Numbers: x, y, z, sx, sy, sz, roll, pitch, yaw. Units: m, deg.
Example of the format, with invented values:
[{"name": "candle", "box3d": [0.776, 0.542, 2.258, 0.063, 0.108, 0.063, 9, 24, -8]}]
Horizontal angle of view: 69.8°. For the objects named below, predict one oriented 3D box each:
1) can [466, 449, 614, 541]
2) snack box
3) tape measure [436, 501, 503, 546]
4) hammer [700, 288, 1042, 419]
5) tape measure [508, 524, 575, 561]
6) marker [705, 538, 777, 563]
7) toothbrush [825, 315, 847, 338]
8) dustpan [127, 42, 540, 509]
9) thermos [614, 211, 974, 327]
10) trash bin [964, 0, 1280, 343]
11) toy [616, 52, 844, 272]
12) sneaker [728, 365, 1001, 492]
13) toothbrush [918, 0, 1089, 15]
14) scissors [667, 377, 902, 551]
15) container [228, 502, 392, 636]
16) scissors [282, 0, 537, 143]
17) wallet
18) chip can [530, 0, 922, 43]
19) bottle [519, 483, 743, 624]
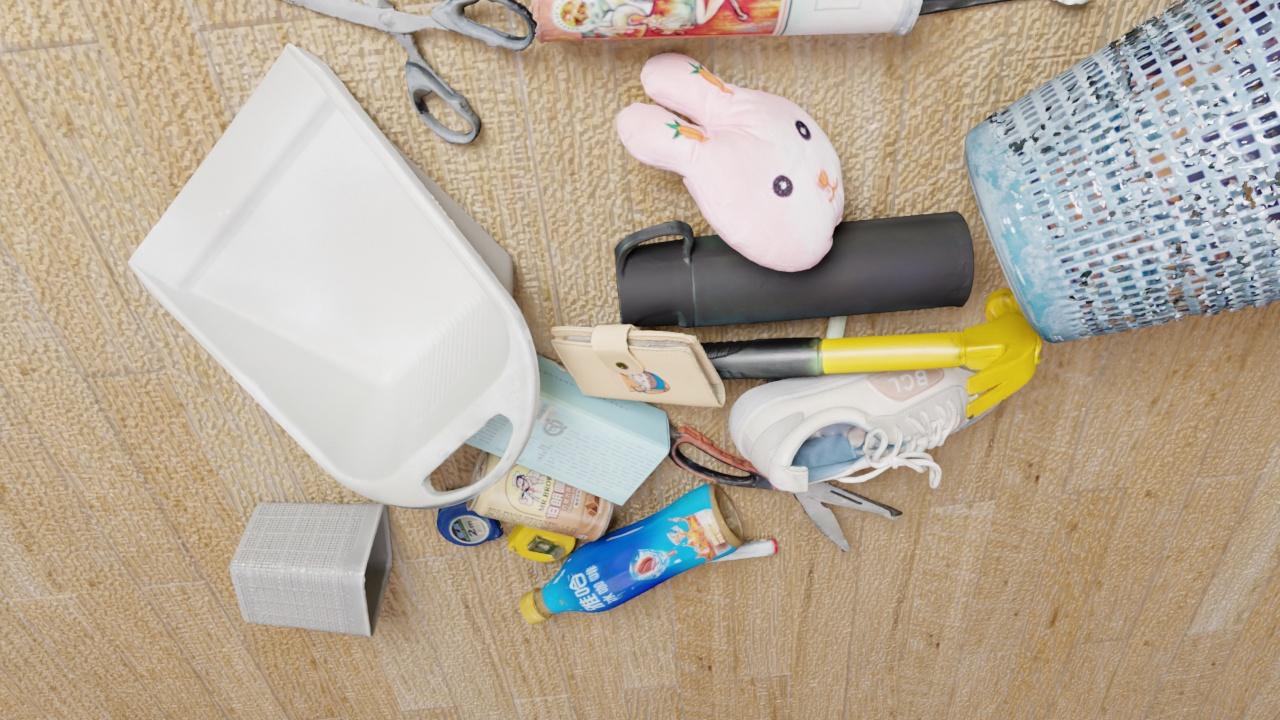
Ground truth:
[{"name": "can", "box3d": [-0.084, 0.114, 0.780, 0.116, 0.058, 0.059, 16, 125, -17]}, {"name": "snack box", "box3d": [-0.067, 0.049, 0.735, 0.174, 0.051, 0.074, 25, 124, -21]}, {"name": "tape measure", "box3d": [-0.153, 0.139, 0.817, 0.054, 0.025, 0.058, -11, 124, 7]}, {"name": "hammer", "box3d": [0.131, -0.003, 0.671, 0.301, 0.128, 0.033, -3, 120, 18]}, {"name": "tape measure", "box3d": [-0.088, 0.161, 0.836, 0.057, 0.028, 0.060, 23, 123, -21]}, {"name": "marker", "box3d": [0.058, 0.186, 0.874, 0.145, 0.017, 0.017, -8, 128, 2]}, {"name": "toothbrush", "box3d": [0.151, 0.022, 0.751, 0.029, 0.020, 0.190, 19, 130, 22]}, {"name": "dustpan", "box3d": [-0.192, -0.024, 0.614, 0.257, 0.142, 0.223, 35, 118, -29]}, {"name": "thermos", "box3d": [0.104, -0.066, 0.640, 0.242, 0.068, 0.090, -5, 149, 0]}, {"name": "trash bin", "box3d": [0.315, -0.111, 0.553, 0.195, 0.226, 0.226, -21, 128, 28]}, {"name": "toy", "box3d": [0.062, -0.126, 0.575, 0.159, 0.121, 0.054, 29, 149, -15]}, {"name": "sneaker", "box3d": [0.193, 0.046, 0.696, 0.242, 0.090, 0.090, -11, 126, -17]}, {"name": "toothbrush", "box3d": [0.188, -0.219, 0.566, 0.181, 0.018, 0.016, -5, 133, 2]}, {"name": "scissors", "box3d": [0.122, 0.092, 0.784, 0.189, 0.015, 0.227, -7, 124, 13]}, {"name": "container", "box3d": [-0.285, 0.179, 0.801, 0.114, 0.090, 0.090, 4, 127, -3]}, {"name": "scissors", "box3d": [-0.144, -0.202, 0.548, 0.160, 0.014, 0.181, -11, 133, 17]}, {"name": "wallet", "box3d": [-0.004, 0.004, 0.660, 0.115, 0.024, 0.087, 5, 146, 28]}, {"name": "chip can", "box3d": [0.046, -0.219, 0.521, 0.214, 0.071, 0.071, -2, 128, -2]}, {"name": "bottle", "box3d": [-0.014, 0.184, 0.834, 0.219, 0.065, 0.065, -28, 125, 16]}]
